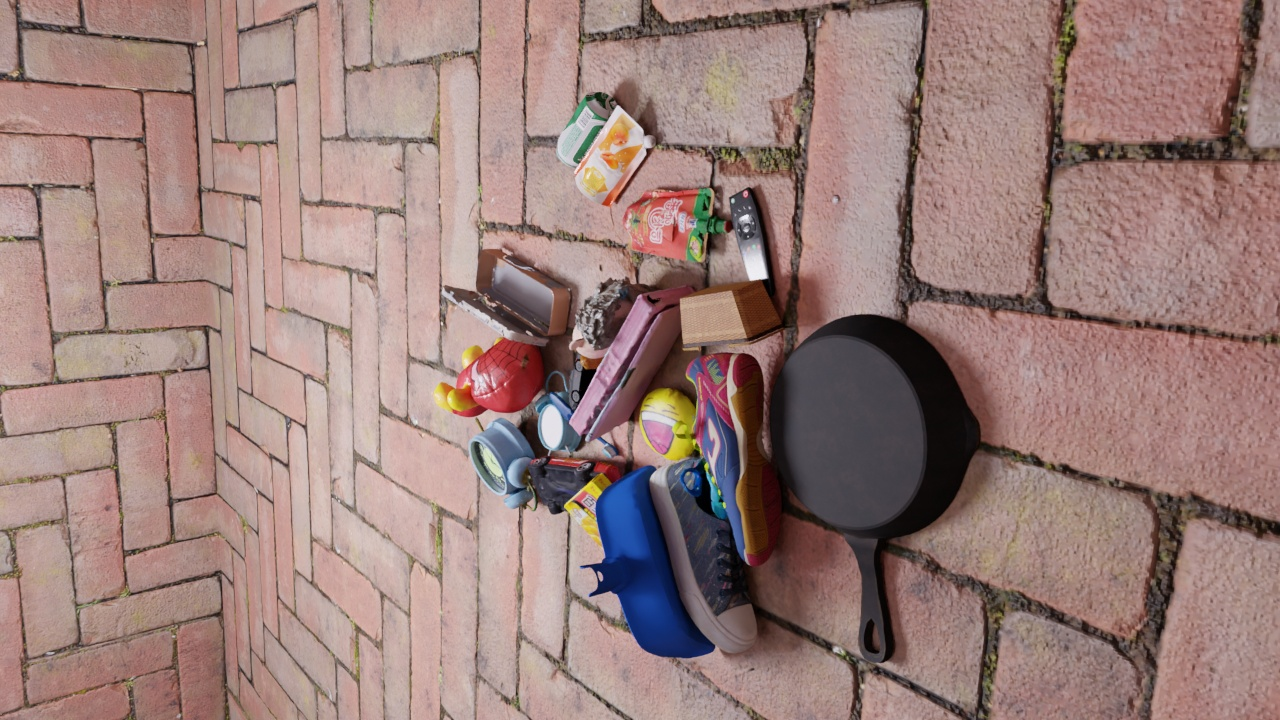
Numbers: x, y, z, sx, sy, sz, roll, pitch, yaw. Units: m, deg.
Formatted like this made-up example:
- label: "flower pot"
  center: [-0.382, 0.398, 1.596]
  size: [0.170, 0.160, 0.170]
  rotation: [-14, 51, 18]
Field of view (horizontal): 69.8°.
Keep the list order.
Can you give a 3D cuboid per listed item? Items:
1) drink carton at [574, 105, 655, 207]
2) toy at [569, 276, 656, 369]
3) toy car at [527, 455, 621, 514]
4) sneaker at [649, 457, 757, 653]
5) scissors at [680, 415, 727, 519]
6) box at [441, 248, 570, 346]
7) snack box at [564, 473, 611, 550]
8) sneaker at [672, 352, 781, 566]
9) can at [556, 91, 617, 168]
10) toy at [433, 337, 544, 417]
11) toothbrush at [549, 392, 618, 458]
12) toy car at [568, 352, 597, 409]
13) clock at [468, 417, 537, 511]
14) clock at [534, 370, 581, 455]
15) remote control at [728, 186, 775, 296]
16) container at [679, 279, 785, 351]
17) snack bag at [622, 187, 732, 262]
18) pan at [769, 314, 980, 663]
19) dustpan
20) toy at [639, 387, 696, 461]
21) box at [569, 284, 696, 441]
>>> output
- label: "drink carton"
  center: [-0.034, -0.259, 1.171]
  size: [0.069, 0.038, 0.122]
  rotation: [45, 132, 5]
- label: "toy"
  center: [-0.043, -0.046, 1.166]
  size: [0.076, 0.132, 0.176]
  rotation: [51, 149, 14]
- label: "toy car"
  center: [-0.088, 0.176, 1.283]
  size: [0.190, 0.056, 0.081]
  rotation: [-3, 111, 49]
- label: "sneaker"
  center: [0.085, 0.221, 1.073]
  size: [0.079, 0.087, 0.235]
  rotation: [-36, 66, 35]
- label: "scissors"
  center: [0.069, 0.114, 1.052]
  size: [0.015, 0.103, 0.133]
  rotation: [-26, 60, 30]
- label: "box"
  center: [-0.194, -0.100, 1.366]
  size: [0.216, 0.095, 0.108]
  rotation: [32, 94, 44]
- label: "snack box"
  center: [-0.026, 0.224, 1.199]
  size: [0.152, 0.025, 0.075]
  rotation: [48, 130, 2]
- label: "sneaker"
  center: [0.100, 0.110, 1.025]
  size: [0.091, 0.116, 0.242]
  rotation: [-3, 98, 33]
- label: "can"
  center: [-0.069, -0.301, 1.196]
  size: [0.101, 0.053, 0.053]
  rotation: [-48, 60, 42]
- label: "toy"
  center: [-0.221, 0.026, 1.389]
  size: [0.217, 0.099, 0.147]
  rotation: [-12, 45, 52]
- label: "toothbrush"
  center: [-0.081, 0.089, 1.270]
  size: [0.132, 0.016, 0.021]
  rotation: [41, 130, 15]
- label: "toy car"
  center: [-0.077, 0.023, 1.265]
  size: [0.036, 0.042, 0.092]
  rotation: [25, 114, 43]
- label: "clock"
  center: [-0.200, 0.161, 1.402]
  size: [0.162, 0.059, 0.118]
  rotation: [43, 144, 27]
- label: "clock"
  center: [-0.117, 0.076, 1.330]
  size: [0.088, 0.041, 0.123]
  rotation: [-12, 81, 51]
- label: "remote control"
  center: [0.126, -0.128, 1.021]
  size: [0.039, 0.010, 0.124]
  rotation: [-20, 80, 50]
- label: "container"
  center: [0.096, -0.050, 1.020]
  size: [0.114, 0.063, 0.061]
  rotation: [-4, 105, 51]
- label: "snack bag"
  center: [0.047, -0.163, 1.097]
  size: [0.155, 0.044, 0.087]
  rotation: [13, 95, 43]
- label: "pan"
  center: [0.219, 0.133, 0.924]
  size: [0.249, 0.043, 0.356]
  rotation: [0, 95, 50]
- label: "dustpan"
  center: [-0.001, 0.236, 1.052]
  size: [0.059, 0.257, 0.245]
  rotation: [-21, 76, 11]
- label: "toy"
  center: [0.036, 0.079, 1.139]
  size: [0.096, 0.041, 0.094]
  rotation: [14, 110, 46]
- label: "box"
  center: [-0.005, 0.007, 1.141]
  size: [0.046, 0.097, 0.233]
  rotation: [50, 130, 25]
